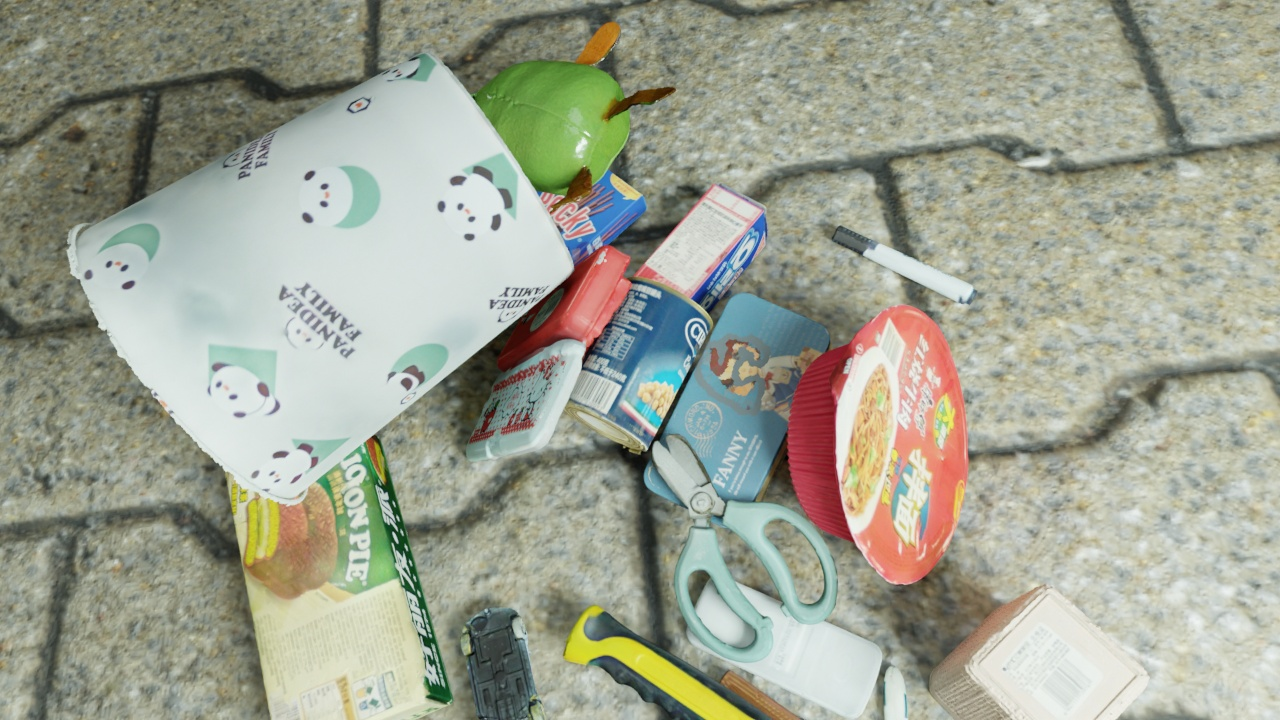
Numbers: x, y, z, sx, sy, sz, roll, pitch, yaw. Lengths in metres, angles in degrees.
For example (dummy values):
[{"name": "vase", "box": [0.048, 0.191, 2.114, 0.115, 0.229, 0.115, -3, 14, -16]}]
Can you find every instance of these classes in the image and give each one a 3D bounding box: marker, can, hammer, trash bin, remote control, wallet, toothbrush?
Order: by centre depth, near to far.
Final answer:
[{"name": "hammer", "box": [0.091, 0.254, 0.600, 0.323, 0.032, 0.126, 26, 68, 23]}, {"name": "toothbrush", "box": [0.172, 0.302, 0.608, 0.016, 0.018, 0.191, 0, 62, 9]}, {"name": "wallet", "box": [0.068, 0.288, 0.622, 0.101, 0.032, 0.124, 30, 71, 23]}, {"name": "trash bin", "box": [-0.199, -0.065, 0.636, 0.251, 0.230, 0.229, -35, 64, -7]}, {"name": "remote control", "box": [0.102, 0.205, 0.660, 0.136, 0.020, 0.055, 20, 68, 18]}, {"name": "can", "box": [-0.004, 0.004, 0.683, 0.075, 0.075, 0.111, 24, 76, 18]}, {"name": "marker", "box": [0.222, -0.081, 0.779, 0.131, 0.018, 0.022, 30, 29, 22]}]

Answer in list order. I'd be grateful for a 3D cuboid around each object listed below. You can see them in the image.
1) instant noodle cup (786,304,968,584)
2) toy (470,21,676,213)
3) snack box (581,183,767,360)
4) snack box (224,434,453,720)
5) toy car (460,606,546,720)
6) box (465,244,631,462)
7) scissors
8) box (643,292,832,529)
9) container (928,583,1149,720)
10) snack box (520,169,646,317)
[{"name": "instant noodle cup", "box": [0.164, 0.057, 0.652, 0.066, 0.194, 0.193, -2, 60, 42]}, {"name": "toy", "box": [-0.081, -0.207, 0.820, 0.247, 0.090, 0.227, 32, 85, 45]}, {"name": "snack box", "box": [0.027, -0.054, 0.776, 0.058, 0.057, 0.207, 34, 74, 24]}, {"name": "snack box", "box": [-0.236, 0.169, 0.706, 0.114, 0.063, 0.240, -23, 63, -3]}, {"name": "toy car", "box": [-0.100, 0.233, 0.671, 0.049, 0.031, 0.105, -16, 59, -4]}, {"name": "box", "box": [-0.078, 0.002, 0.699, 0.038, 0.201, 0.157, 33, 70, -15]}, {"name": "scissors", "box": [0.071, 0.118, 0.650, 0.139, 0.019, 0.180, -25, 81, 9]}, {"name": "box", "box": [0.074, 0.045, 0.702, 0.090, 0.059, 0.184, 23, 83, 18]}, {"name": "container", "box": [0.251, 0.204, 0.586, 0.090, 0.111, 0.090, -39, 65, -11]}, {"name": "snack box", "box": [-0.079, -0.117, 0.838, 0.157, 0.026, 0.084, -44, 64, -12]}]
